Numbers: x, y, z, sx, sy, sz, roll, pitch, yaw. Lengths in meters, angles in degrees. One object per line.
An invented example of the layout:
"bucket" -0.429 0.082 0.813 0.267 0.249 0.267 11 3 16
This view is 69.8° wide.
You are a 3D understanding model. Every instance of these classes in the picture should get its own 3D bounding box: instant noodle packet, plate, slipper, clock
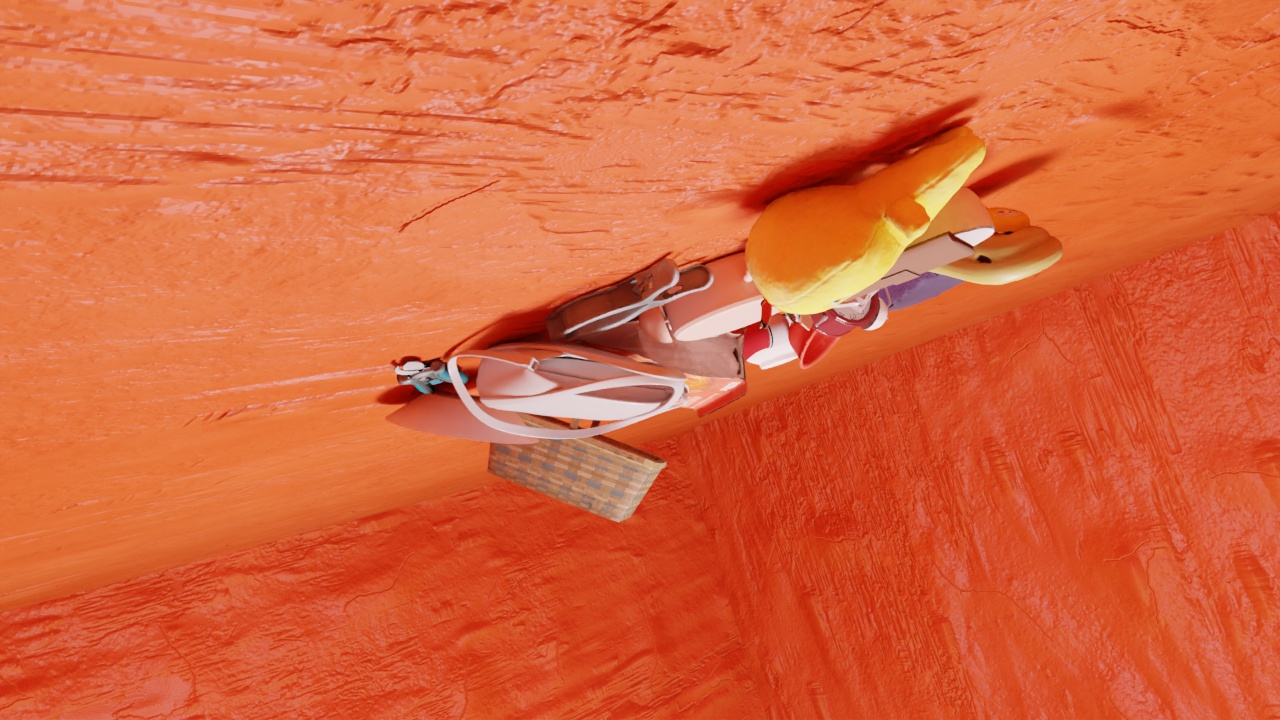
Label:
"instant noodle packet" -0.006 0.006 1.055 0.220 0.084 0.165 5 166 -15
"plate" -0.199 0.060 1.045 0.174 0.036 0.174 10 -179 0
"slipper" 0.332 -0.130 0.923 0.091 0.082 0.191 -21 -160 -24
"clock" 0.233 -0.074 1.041 0.124 0.087 0.044 -10 169 -25
"clock" 0.090 -0.053 0.908 0.161 0.086 0.130 -16 175 41

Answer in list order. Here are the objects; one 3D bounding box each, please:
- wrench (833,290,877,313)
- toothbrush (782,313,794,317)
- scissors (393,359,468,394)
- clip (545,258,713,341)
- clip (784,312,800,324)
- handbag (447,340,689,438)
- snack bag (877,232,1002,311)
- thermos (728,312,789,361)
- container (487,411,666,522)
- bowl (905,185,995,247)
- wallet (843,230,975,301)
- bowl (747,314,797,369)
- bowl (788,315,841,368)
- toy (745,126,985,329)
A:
"wrench" 0.273 -0.109 1.009 0.272 0.087 0.018 -23 138 -32
"toothbrush" 0.149 -0.052 1.266 0.190 0.017 0.016 -16 179 2
"scissors" -0.210 0.015 0.926 0.149 0.019 0.131 -9 166 -42
"clip" -0.024 -0.053 0.829 0.164 0.028 0.106 -22 172 26
"clip" 0.175 -0.076 1.064 0.058 0.054 0.102 -58 159 14
"handbag" -0.053 0.026 0.883 0.215 0.095 0.223 10 171 -36
"snack bag" 0.361 -0.110 1.167 0.096 0.058 0.206 -14 172 -20
"thermos" 0.089 -0.010 1.211 0.239 0.073 0.073 -19 173 -14
"container" -0.085 0.107 1.332 0.250 0.186 0.157 19 178 10
"bowl" 0.247 -0.122 0.814 0.113 0.063 0.113 -16 171 -3
"wallet" 0.211 -0.078 0.770 0.121 0.013 0.087 -21 167 30
"bowl" 0.201 -0.025 1.390 0.118 0.062 0.118 -17 172 -3
"bowl" 0.236 -0.054 1.207 0.130 0.045 0.131 -41 156 -23
"toy" 0.160 -0.102 0.687 0.208 0.092 0.133 -29 -169 21
